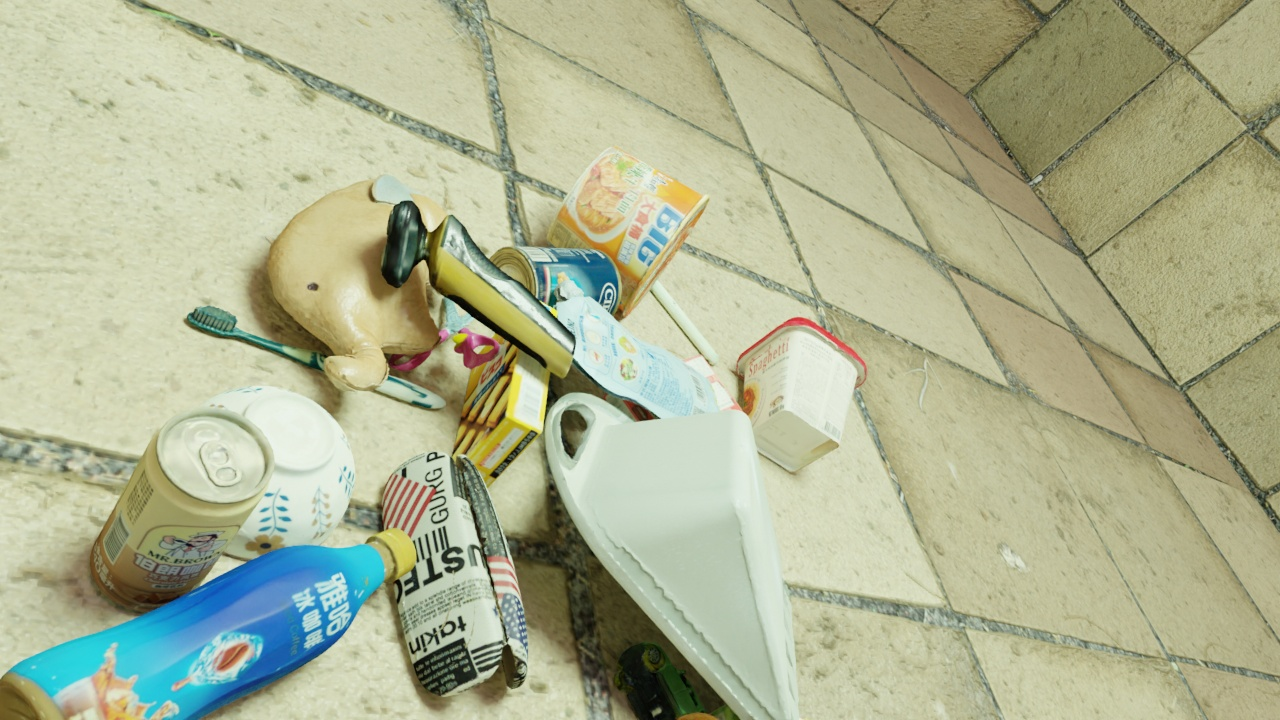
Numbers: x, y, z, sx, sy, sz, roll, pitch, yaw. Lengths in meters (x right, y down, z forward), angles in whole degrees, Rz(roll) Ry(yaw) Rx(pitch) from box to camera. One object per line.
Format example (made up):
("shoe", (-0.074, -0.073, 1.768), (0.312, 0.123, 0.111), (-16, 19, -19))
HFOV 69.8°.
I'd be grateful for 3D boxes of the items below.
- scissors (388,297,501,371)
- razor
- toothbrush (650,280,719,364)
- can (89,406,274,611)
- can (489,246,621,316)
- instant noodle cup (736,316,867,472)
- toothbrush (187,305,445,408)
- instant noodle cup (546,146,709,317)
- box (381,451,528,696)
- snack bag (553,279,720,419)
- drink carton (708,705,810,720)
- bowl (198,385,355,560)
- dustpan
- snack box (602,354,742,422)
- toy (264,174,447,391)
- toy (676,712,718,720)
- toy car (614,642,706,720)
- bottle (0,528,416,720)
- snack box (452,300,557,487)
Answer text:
("scissors", (-0.157, -0.023, 0.739), (0.113, 0.017, 0.134), (-16, 31, -12))
("razor", (-0.115, -0.046, 0.658), (0.167, 0.062, 0.067), (39, 73, -7))
("toothbrush", (0.029, -0.072, 1.017), (0.020, 0.029, 0.189), (-33, 78, -14))
("can", (-0.236, 0.078, 0.471), (0.058, 0.117, 0.058), (28, 36, -23))
("can", (-0.082, -0.065, 0.837), (0.111, 0.075, 0.075), (-6, 58, -49))
("instant noodle cup", (0.164, 0.039, 0.966), (0.116, 0.117, 0.124), (33, 46, -16))
("toothbrush", (-0.226, 0.000, 0.661), (0.191, 0.018, 0.016), (23, 38, -29))
("instant noodle cup", (-0.017, -0.136, 0.931), (0.111, 0.152, 0.151), (36, 33, 1))
("box", (-0.111, 0.138, 0.606), (0.088, 0.076, 0.162), (38, 23, -53))
("snack bag", (-0.005, 0.005, 0.799), (0.191, 0.039, 0.110), (32, 38, -36))
("drink carton", (0.102, 0.290, 0.672), (0.122, 0.046, 0.053), (22, 40, -30))
("bowl", (-0.224, 0.058, 0.559), (0.113, 0.062, 0.113), (27, 38, -23))
("dustpan", (0.028, 0.141, 0.691), (0.222, 0.143, 0.258), (-70, 149, -70))
("snack box", (0.035, 0.042, 0.890), (0.152, 0.026, 0.075), (-17, 68, -54))
("toy", (-0.210, -0.056, 0.684), (0.143, 0.083, 0.225), (23, 39, -8))
("toy", (0.079, 0.316, 0.571), (0.199, 0.140, 0.130), (35, -7, -18))
("toy car", (0.018, 0.239, 0.640), (0.036, 0.043, 0.091), (-14, 65, -50))
("bottle", (-0.207, 0.140, 0.482), (0.065, 0.065, 0.218), (52, 34, 11))
("snack box", (-0.104, 0.024, 0.704), (0.033, 0.087, 0.140), (30, 36, -21))
